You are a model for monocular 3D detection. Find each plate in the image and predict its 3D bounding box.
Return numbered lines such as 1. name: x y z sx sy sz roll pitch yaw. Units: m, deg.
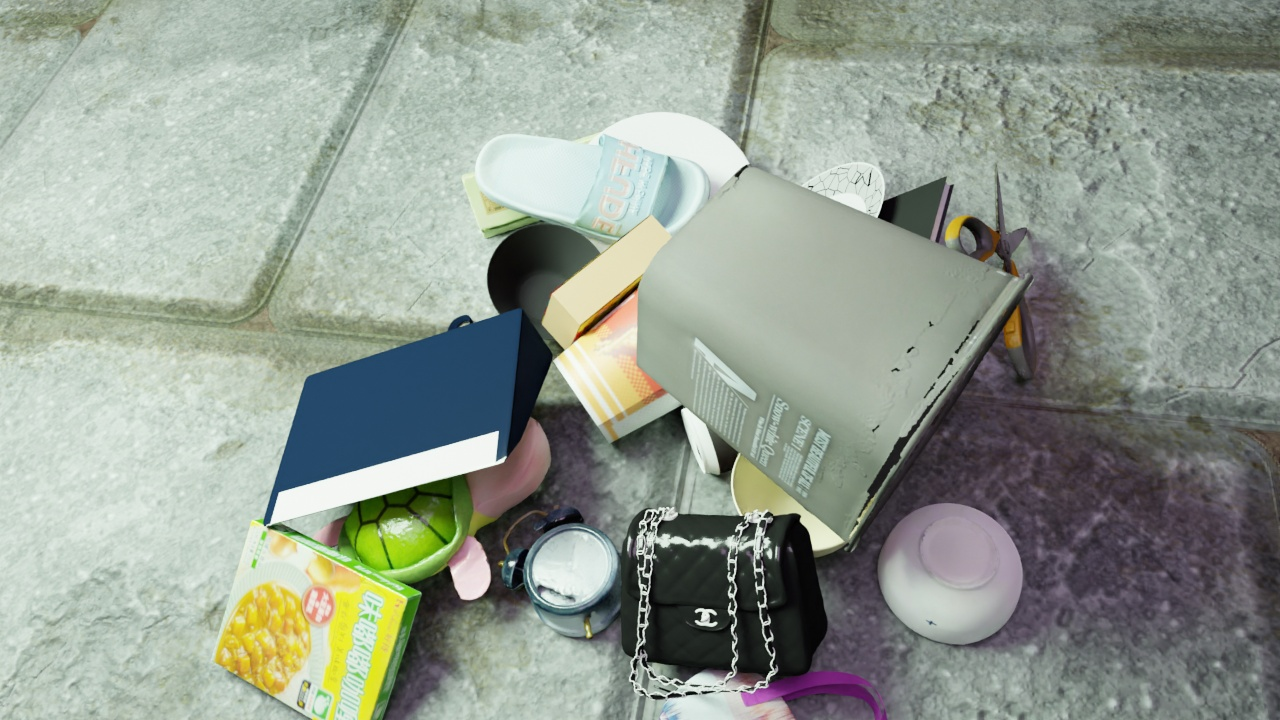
1. plate: 0.022 -0.163 0.978 0.208 0.015 0.208 0 81 2
2. plate: 0.164 -0.116 0.903 0.189 0.016 0.188 -39 27 25

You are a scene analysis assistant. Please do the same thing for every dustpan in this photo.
1. dustpan: -0.199 0.033 0.859 0.237 0.080 0.272 -16 46 16

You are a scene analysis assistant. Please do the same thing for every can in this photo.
1. can: 0.108 0.052 0.831 0.128 0.072 0.071 -19 57 -4

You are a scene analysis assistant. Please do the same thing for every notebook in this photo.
1. notebook: 0.186 -0.081 0.859 0.207 0.016 0.148 -17 42 51

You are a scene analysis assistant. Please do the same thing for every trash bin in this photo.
1. trash bin: 0.129 -0.014 0.694 0.220 0.198 0.197 34 64 18

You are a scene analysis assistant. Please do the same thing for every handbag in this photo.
1. handbag: 0.052 0.178 0.698 0.154 0.114 0.125 -2 100 28
2. handbag: 0.104 0.287 0.694 0.170 0.068 0.144 -16 56 -9

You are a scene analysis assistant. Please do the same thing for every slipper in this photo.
1. slipper: -0.052 -0.181 0.937 0.245 0.074 0.104 12 83 5

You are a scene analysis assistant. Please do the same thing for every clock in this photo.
1. clock: -0.065 0.179 0.791 0.129 0.052 0.090 33 68 30

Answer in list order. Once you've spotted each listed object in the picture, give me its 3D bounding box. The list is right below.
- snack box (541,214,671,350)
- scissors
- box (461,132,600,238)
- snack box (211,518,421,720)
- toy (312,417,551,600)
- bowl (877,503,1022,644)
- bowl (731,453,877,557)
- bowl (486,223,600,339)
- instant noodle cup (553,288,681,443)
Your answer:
1. snack box: -0.031 -0.072 0.881 0.125 0.088 0.040 -41 86 -19
2. scissors: 0.332 -0.098 0.856 0.016 0.224 0.225 -16 63 40
3. box: -0.104 -0.208 1.040 0.188 0.092 0.083 -18 33 -7
4. snack box: -0.275 0.224 0.769 0.168 0.027 0.132 20 94 20
5. toy: -0.185 0.130 0.817 0.238 0.088 0.190 -27 41 2
6. bowl: 0.253 0.165 0.742 0.113 0.063 0.113 -4 58 5
7. bowl: 0.138 0.120 0.781 0.118 0.074 0.117 -4 57 6
8. bowl: -0.097 -0.073 0.944 0.124 0.053 0.124 3 74 -11
9. instant noodle cup: -0.005 0.005 0.856 0.121 0.123 0.123 -34 59 -4
